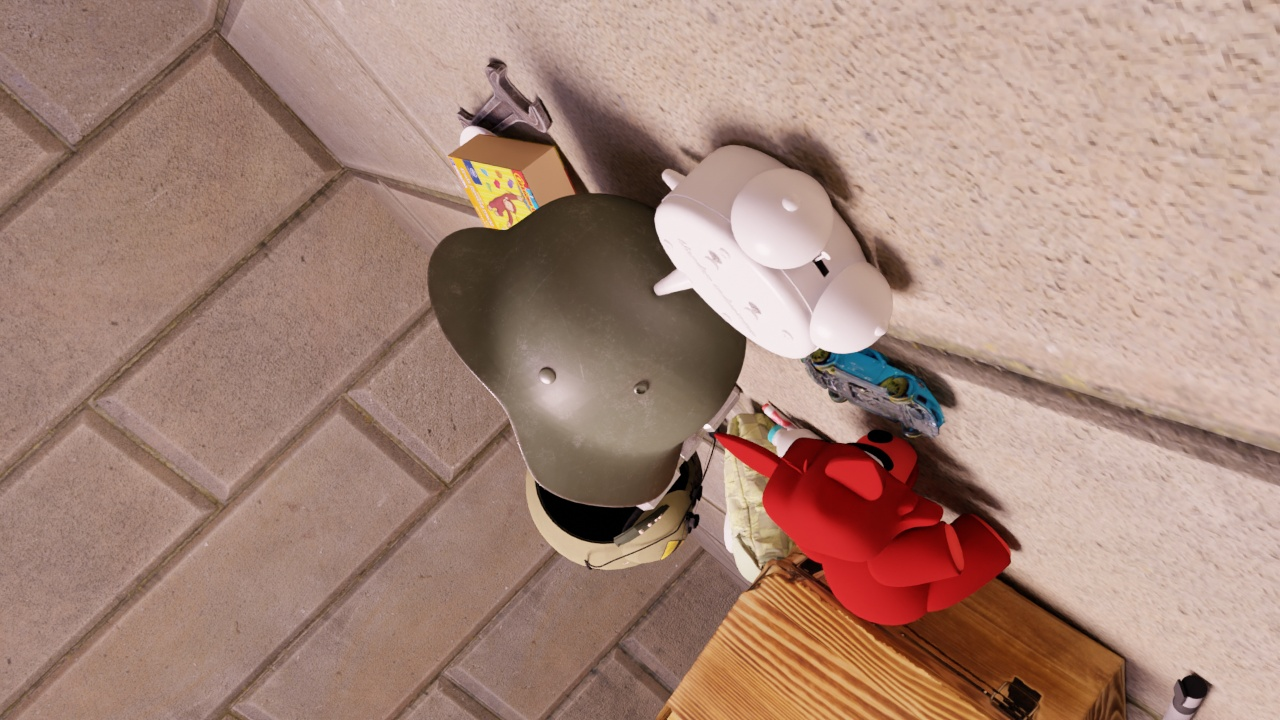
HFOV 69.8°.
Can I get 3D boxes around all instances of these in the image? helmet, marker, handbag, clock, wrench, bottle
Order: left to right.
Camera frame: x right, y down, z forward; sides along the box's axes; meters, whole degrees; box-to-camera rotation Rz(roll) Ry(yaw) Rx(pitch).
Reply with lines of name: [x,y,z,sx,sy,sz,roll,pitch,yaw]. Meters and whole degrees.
wrench: [-0.135,-0.227,0.854,0.070,0.010,0.273,48,171,-17]
helmet: [-0.019,-0.031,0.683,0.267,0.154,0.226,28,-140,-31]
helmet: [-0.026,0.146,1.194,0.250,0.255,0.233,43,168,17]
clock: [0.065,-0.056,0.536,0.125,0.072,0.161,49,170,-24]
handbag: [0.148,0.147,0.959,0.113,0.117,0.186,78,-173,-70]
marker: [0.175,0.089,0.898,0.142,0.012,0.013,42,171,19]
bottle: [0.173,0.101,0.854,0.136,0.044,0.044,37,168,41]
marker: [0.389,0.251,0.660,0.016,0.016,0.140,38,169,37]

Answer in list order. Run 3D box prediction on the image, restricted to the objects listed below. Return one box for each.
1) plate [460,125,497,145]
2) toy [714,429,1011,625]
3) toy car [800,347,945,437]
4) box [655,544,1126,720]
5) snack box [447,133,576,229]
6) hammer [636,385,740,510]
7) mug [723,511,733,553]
plate: [-0.131,-0.178,0.920,0.134,0.011,0.135,38,156,20]
toy: [0.166,0.113,0.692,0.197,0.120,0.159,45,160,-30]
toy car: [0.153,0.015,0.597,0.105,0.032,0.048,29,162,42]
box: [0.206,0.331,0.808,0.279,0.336,0.287,34,164,41]
snack box: [-0.113,-0.156,0.852,0.126,0.040,0.088,22,147,46]
hammer: [-0.067,-0.001,0.984,0.317,0.162,0.083,40,171,-3]
mug: [0.165,0.204,1.106,0.090,0.090,0.121,10,154,30]
